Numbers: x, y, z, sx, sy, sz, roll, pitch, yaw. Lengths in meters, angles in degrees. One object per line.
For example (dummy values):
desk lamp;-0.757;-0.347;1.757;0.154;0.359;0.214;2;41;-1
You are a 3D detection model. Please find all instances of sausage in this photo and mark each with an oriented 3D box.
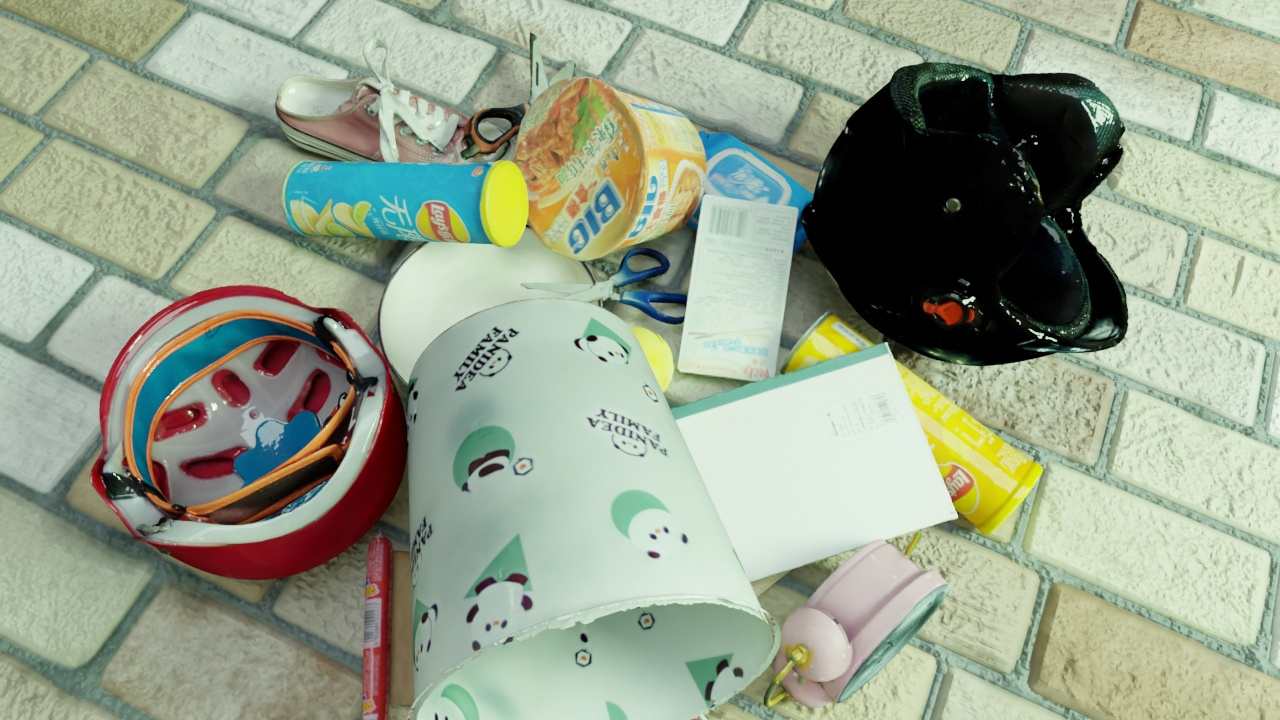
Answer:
sausage;-0.194;0.201;0.676;0.020;0.020;0.155;-3;69;-4

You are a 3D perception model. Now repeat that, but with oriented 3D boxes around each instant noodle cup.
instant noodle cup;-0.021;-0.166;0.805;0.111;0.152;0.151;-13;58;-51

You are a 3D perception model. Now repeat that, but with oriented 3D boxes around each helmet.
helmet;0.268;-0.110;0.756;0.232;0.231;0.274;-33;90;-41
helmet;-0.281;0.063;0.695;0.206;0.144;0.240;-39;56;-17

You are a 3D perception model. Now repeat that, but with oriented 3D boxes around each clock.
clock;0.149;0.196;0.661;0.158;0.117;0.060;-36;60;-21

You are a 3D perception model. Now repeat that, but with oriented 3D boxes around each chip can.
chip can;0.220;0.048;0.758;0.213;0.072;0.072;40;68;15
chip can;-0.206;-0.139;0.798;0.210;0.071;0.071;6;62;21

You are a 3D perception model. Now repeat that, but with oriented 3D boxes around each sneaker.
sneaker;-0.230;-0.224;0.861;0.241;0.088;0.118;17;64;0

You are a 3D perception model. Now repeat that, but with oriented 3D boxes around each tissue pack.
tissue pack;0.090;-0.152;0.862;0.157;0.052;0.094;39;68;15

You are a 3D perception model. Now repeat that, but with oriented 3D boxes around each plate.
plate;-0.129;-0.033;0.802;0.192;0.039;0.192;1;64;-2

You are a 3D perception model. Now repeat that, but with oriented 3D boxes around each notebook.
notebook;0.120;0.083;0.718;0.209;0.012;0.150;-17;71;2

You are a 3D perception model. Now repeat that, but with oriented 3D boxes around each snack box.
snack box;0.084;-0.061;0.800;0.085;0.027;0.156;8;88;2

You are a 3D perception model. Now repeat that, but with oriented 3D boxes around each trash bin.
trash bin;-0.054;0.108;0.626;0.229;0.230;0.251;-12;52;-8

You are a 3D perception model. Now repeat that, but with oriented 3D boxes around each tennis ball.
tennis ball;-0.005;0.005;0.774;0.065;0.066;0.065;1;64;-2

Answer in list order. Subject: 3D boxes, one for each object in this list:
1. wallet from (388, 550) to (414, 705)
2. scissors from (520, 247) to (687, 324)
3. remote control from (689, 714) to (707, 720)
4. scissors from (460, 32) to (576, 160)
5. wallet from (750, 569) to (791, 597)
wallet;-0.148;0.202;0.697;0.101;0.020;0.115;2;66;-1
scissors;-0.020;-0.054;0.794;0.144;0.012;0.169;38;43;-1
remote control;-0.007;0.237;0.685;0.055;0.020;0.136;-33;70;-16
scissors;-0.103;-0.228;0.885;0.223;0.015;0.189;-31;92;-46
wallet;0.052;0.147;0.732;0.087;0.024;0.115;-33;71;-22
